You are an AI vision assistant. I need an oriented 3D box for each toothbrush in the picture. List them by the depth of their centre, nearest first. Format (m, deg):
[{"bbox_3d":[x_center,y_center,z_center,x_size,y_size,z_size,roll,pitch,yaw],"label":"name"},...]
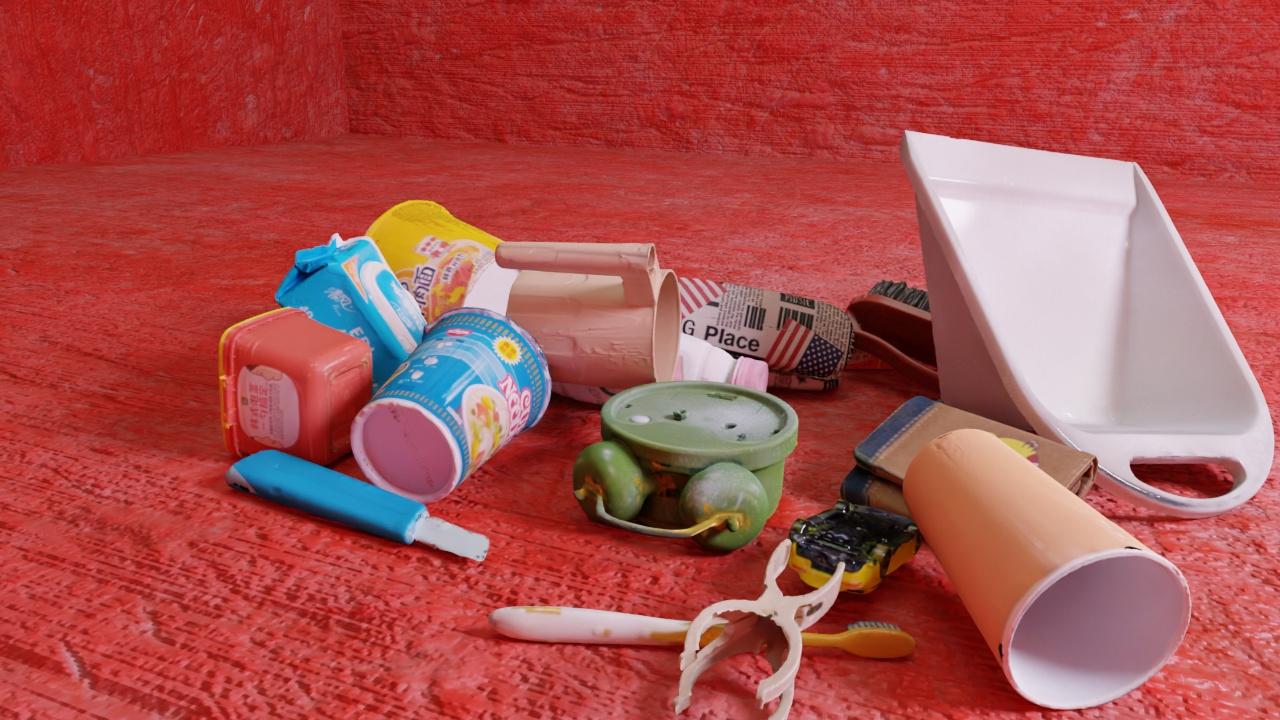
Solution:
[{"bbox_3d":[0.026,0.121,0.414,0.191,0.016,0.018,2,7,3],"label":"toothbrush"}]

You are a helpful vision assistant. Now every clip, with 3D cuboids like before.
[{"bbox_3d":[0.041,0.109,0.386,0.083,0.035,0.104,10,31,12],"label":"clip"}]

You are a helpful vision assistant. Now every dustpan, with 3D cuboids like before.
[{"bbox_3d":[0.306,-0.033,0.603,0.222,0.257,0.143,2,-4,-20],"label":"dustpan"}]

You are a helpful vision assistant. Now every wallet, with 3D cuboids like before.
[{"bbox_3d":[0.184,0.067,0.524,0.090,0.033,0.115,-40,39,-24],"label":"wallet"}]

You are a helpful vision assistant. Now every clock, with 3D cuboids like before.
[{"bbox_3d":[0.028,0.061,0.533,0.116,0.056,0.160,8,19,22],"label":"clock"}]

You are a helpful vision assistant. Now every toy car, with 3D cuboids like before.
[{"bbox_3d":[0.111,0.096,0.469,0.048,0.032,0.105,14,10,31],"label":"toy car"}]

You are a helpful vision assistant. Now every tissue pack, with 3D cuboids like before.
[{"bbox_3d":[-0.200,-0.026,0.677,0.063,0.140,0.090,-28,15,9],"label":"tissue pack"}]

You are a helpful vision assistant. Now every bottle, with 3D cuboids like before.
[{"bbox_3d":[-0.004,0.004,0.692,0.197,0.068,0.068,10,20,19],"label":"bottle"}]

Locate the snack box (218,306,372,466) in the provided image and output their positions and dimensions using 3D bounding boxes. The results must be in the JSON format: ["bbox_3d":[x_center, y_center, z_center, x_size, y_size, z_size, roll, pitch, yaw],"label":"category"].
[{"bbox_3d":[-0.223,0.021,0.597,0.080,0.091,0.081,15,23,18],"label":"snack box"}]

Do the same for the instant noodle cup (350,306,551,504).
[{"bbox_3d":[-0.121,0.032,0.571,0.099,0.099,0.109,6,27,15],"label":"instant noodle cup"}]

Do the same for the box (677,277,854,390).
[{"bbox_3d":[0.088,-0.023,0.733,0.163,0.088,0.076,13,22,1],"label":"box"}]

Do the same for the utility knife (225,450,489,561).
[{"bbox_3d":[-0.160,0.082,0.520,0.191,0.018,0.034,12,33,28],"label":"utility knife"}]

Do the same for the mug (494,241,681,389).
[{"bbox_3d":[-0.034,-0.034,0.612,0.104,0.125,0.084,4,57,14],"label":"mug"}]

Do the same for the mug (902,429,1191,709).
[{"bbox_3d":[0.170,0.084,0.415,0.078,0.078,0.122,-2,23,-9],"label":"mug"}]

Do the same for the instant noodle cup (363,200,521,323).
[{"bbox_3d":[-0.158,-0.055,0.777,0.110,0.138,0.137,21,25,26],"label":"instant noodle cup"}]

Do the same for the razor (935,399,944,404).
[{"bbox_3d":[0.212,0.069,0.563,0.028,0.043,0.132,-33,24,2],"label":"razor"}]

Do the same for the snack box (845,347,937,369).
[{"bbox_3d":[0.234,-0.015,0.824,0.153,0.025,0.075,0,18,-2],"label":"snack box"}]

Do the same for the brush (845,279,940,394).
[{"bbox_3d":[0.231,-0.015,0.739,0.146,0.063,0.069,26,65,27],"label":"brush"}]
